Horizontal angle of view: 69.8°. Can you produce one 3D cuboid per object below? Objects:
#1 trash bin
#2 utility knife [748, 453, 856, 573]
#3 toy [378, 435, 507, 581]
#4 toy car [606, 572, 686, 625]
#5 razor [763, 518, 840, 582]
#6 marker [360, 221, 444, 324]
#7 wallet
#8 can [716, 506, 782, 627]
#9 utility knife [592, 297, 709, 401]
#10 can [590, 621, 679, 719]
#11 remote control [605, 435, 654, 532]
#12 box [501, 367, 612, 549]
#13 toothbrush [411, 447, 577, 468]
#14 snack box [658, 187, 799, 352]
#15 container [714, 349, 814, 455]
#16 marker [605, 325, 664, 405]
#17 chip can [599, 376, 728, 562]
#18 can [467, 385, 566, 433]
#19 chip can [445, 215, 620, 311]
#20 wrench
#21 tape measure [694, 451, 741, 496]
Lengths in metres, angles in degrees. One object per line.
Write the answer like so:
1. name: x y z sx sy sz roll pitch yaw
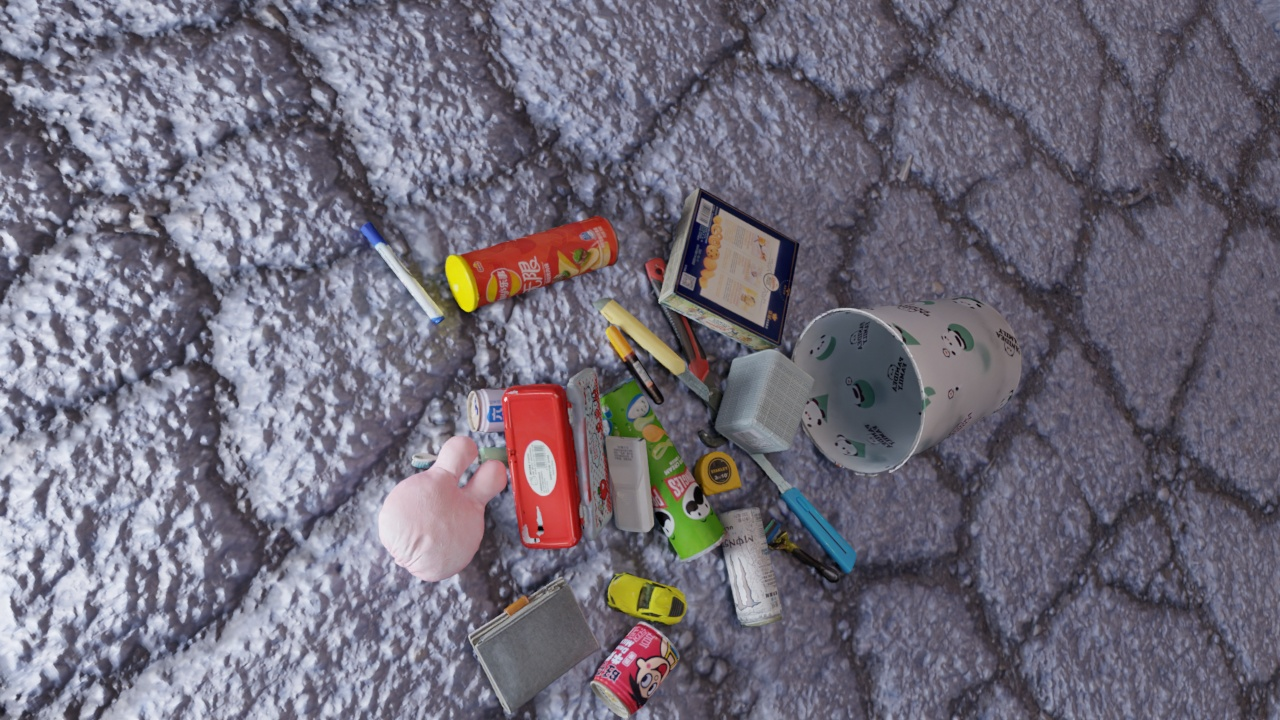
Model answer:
1. trash bin: 0.380 0.018 1.285 0.251 0.230 0.229 -14 82 -34
2. utility knife: 0.218 0.198 1.265 0.234 0.018 0.034 48 62 -5
3. toy: -0.220 0.167 1.039 0.121 0.054 0.159 43 68 -19
4. toy car: 0.009 0.294 1.129 0.105 0.032 0.048 21 68 -18
5. razor: 0.216 0.262 1.244 0.142 0.022 0.043 35 96 -18
6. marker: -0.286 -0.105 1.108 0.016 0.017 0.146 -40 95 -29
7. wallet: -0.123 0.323 1.056 0.129 0.037 0.106 -29 100 -28
8. can: 0.140 0.265 1.185 0.058 0.058 0.146 -6 79 -27
9. utility knife: 0.019 -0.017 1.222 0.201 0.021 0.030 39 65 1
10. can: -0.007 0.365 1.081 0.066 0.067 0.093 49 62 -6
11. remote control: -0.013 0.152 1.121 0.024 0.049 0.125 -38 125 -62
12. box: -0.093 0.115 1.091 0.110 0.100 0.201 -3 105 9
13. toothbrush: -0.161 0.117 1.100 0.224 0.027 0.026 3 39 -25
14. snack box: 0.128 -0.124 1.286 0.182 0.046 0.177 26 61 -20
15. container: 0.163 0.060 1.227 0.090 0.090 0.111 35 61 -26
16. marker: -0.007 0.007 1.213 0.018 0.015 0.124 -38 96 -27
17. chip can: 0.021 0.136 1.157 0.072 0.072 0.236 -31 90 -29
18. can: -0.138 0.059 1.111 0.134 0.053 0.053 -1 76 -26
19. chip can: -0.132 -0.124 1.157 0.216 0.073 0.073 -20 85 -30
20. wrench: 0.066 -0.013 1.252 0.056 0.016 0.273 -16 84 -29
21. tape measure: 0.099 0.150 1.214 0.060 0.029 0.057 -10 81 -28
